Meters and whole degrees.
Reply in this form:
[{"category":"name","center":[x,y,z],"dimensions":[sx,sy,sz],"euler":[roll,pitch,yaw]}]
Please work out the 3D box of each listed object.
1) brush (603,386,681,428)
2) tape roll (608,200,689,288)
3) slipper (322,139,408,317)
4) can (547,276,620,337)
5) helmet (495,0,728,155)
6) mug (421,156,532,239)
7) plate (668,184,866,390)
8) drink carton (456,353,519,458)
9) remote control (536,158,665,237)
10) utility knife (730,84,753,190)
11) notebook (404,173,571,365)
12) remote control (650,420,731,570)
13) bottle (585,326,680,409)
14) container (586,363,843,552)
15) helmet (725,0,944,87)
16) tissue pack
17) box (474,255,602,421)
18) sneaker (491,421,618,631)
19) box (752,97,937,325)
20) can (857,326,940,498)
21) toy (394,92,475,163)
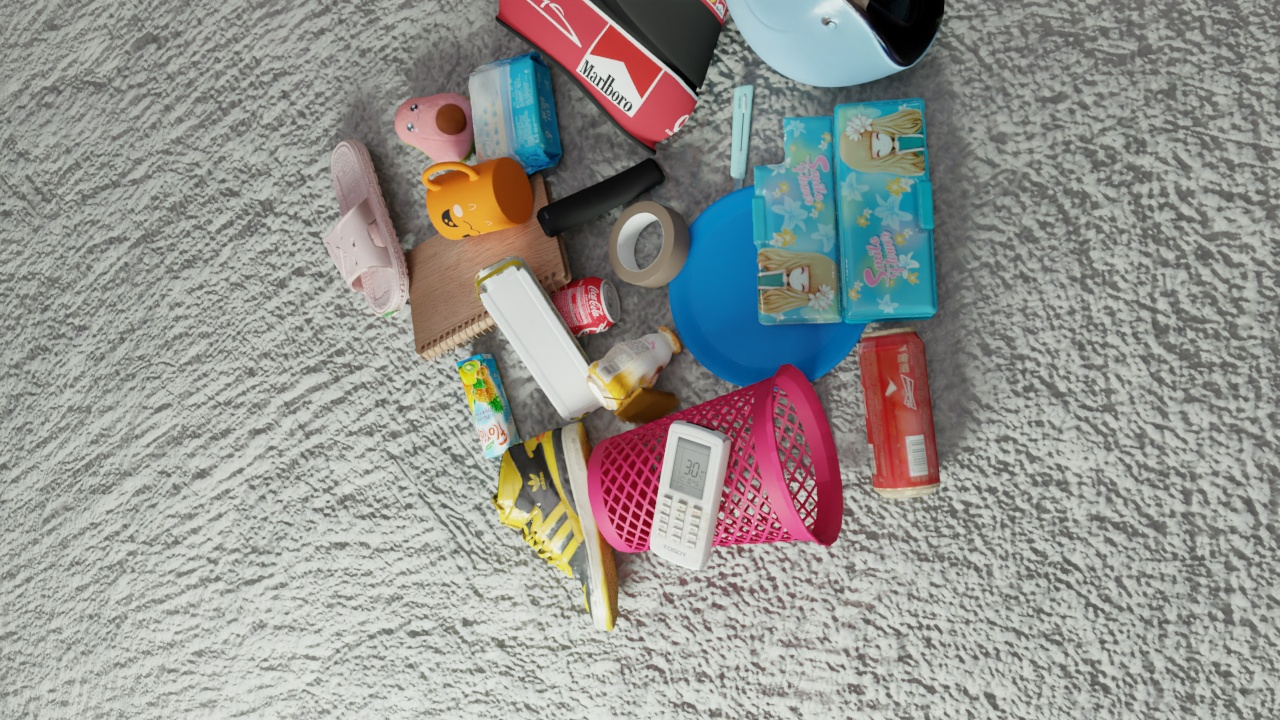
[{"category":"brush","center":[-0.002,0.050,0.999],"dimensions":[0.048,0.126,0.017],"euler":[-44,65,17]},{"category":"tape roll","center":[0.009,-0.130,1.030],"dimensions":[0.094,0.030,0.093],"euler":[-7,79,38]},{"category":"slipper","center":[-0.357,-0.163,1.145],"dimensions":[0.094,0.064,0.239],"euler":[-29,75,45]},{"category":"can","center":[-0.081,-0.058,1.061],"dimensions":[0.105,0.064,0.064],"euler":[-12,87,19]},{"category":"helmet","center":[-0.015,-0.389,0.966],"dimensions":[0.271,0.197,0.225],"euler":[42,104,6]},{"category":"mug","center":[-0.194,-0.193,1.047],"dimensions":[0.096,0.112,0.077],"euler":[-8,63,28]},{"category":"plate","center":[0.141,-0.080,1.002],"dimensions":[0.225,0.024,0.224],"euler":[0,90,20]},{"category":"drink carton","center":[-0.184,0.056,1.113],"dimensions":[0.044,0.038,0.129],"euler":[-20,84,19]},{"category":"remote control","center":[-0.046,-0.188,1.043],"dimensions":[0.152,0.020,0.041],"euler":[-26,59,-5]},{"category":"utility knife","center":[0.111,-0.245,1.018],"dimensions":[0.022,0.015,0.120],"euler":[3,93,-12]},{"category":"notebook","center":[-0.185,-0.106,1.086],"dimensions":[0.211,0.022,0.169],"euler":[-27,56,18]},{"category":"remote control","center":[0.047,0.127,0.869],"dimensions":[0.060,0.025,0.138],"euler":[16,103,32]},{"category":"bottle","center":[-0.006,0.006,1.025],"dimensions":[0.108,0.063,0.063],"euler":[-37,77,-15]},{"category":"container","center":[0.072,0.120,0.962],"dimensions":[0.226,0.182,0.183],"euler":[-16,85,27]},{"category":"helmet","center":[0.165,-0.388,0.891],"dimensions":[0.167,0.224,0.265],"euler":[-16,100,43]},{"category":"tissue pack","center":[-0.148,-0.285,1.085],"dimensions":[0.093,0.061,0.144],"euler":[-9,86,22]},{"category":"box","center":[-0.109,-0.024,1.030],"dimensions":[0.066,0.044,0.210],"euler":[-29,119,5]},{"category":"sneaker","center":[-0.100,0.198,1.052],"dimensions":[0.122,0.086,0.238],"euler":[-11,82,7]},{"category":"box","center":[0.206,-0.151,0.948],"dimensions":[0.182,0.039,0.226],"euler":[-2,84,8]},{"category":"can","center":[0.263,0.053,0.938],"dimensions":[0.067,0.067,0.170],"euler":[-7,88,19]},{"category":"toy","center":[-0.252,-0.286,1.127],"dimensions":[0.110,0.051,0.090],"euler":[11,93,20]}]
